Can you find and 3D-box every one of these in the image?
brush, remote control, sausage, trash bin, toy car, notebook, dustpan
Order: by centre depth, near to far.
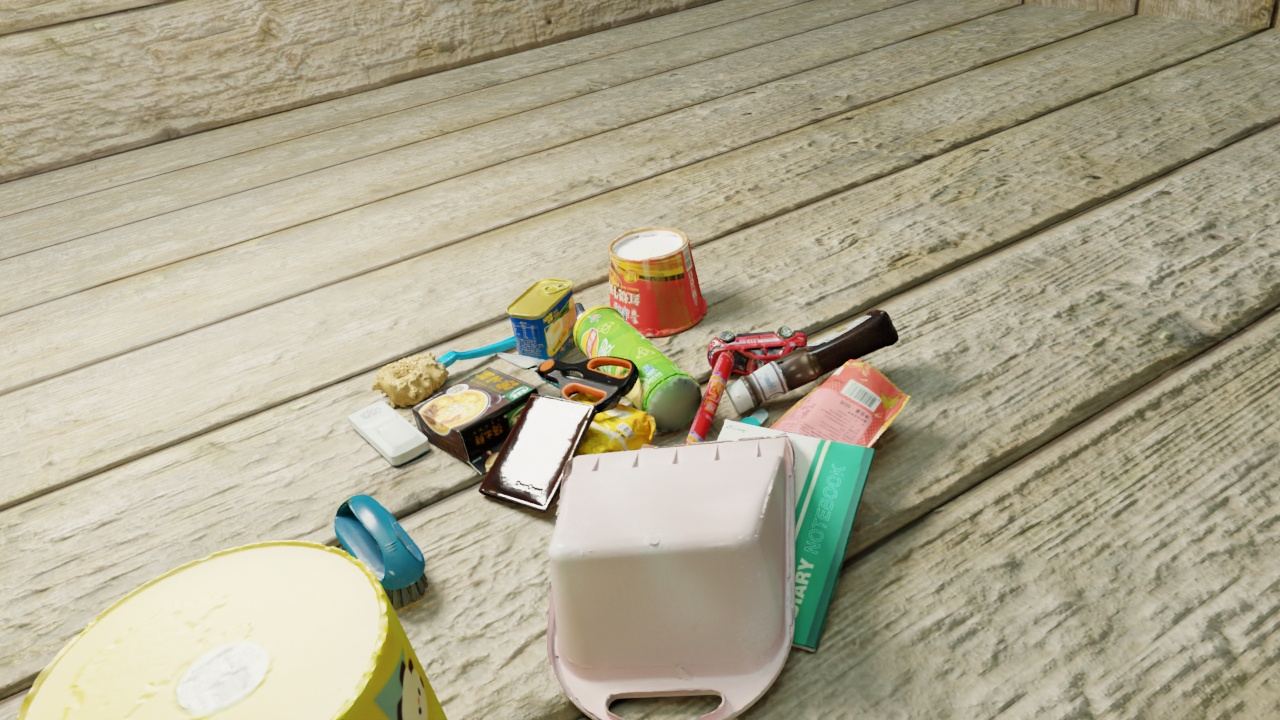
[{"bbox_3d":[-0.202,0.259,0.527,0.230,0.256,0.229,-6,30,3],"label":"trash bin"},{"bbox_3d":[0.024,0.181,0.790,0.223,0.139,0.272,-6,14,14],"label":"dustpan"},{"bbox_3d":[0.112,0.147,0.821,0.150,0.012,0.208,9,51,25],"label":"notebook"},{"bbox_3d":[-0.249,0.170,0.869,0.055,0.074,0.144,-22,32,-30],"label":"brush"},{"bbox_3d":[0.076,0.047,1.004,0.020,0.020,0.155,7,53,24],"label":"sausage"},{"bbox_3d":[-0.295,0.083,1.076,0.048,0.024,0.125,-28,35,-30],"label":"remote control"},{"bbox_3d":[0.140,-0.008,1.089,0.120,0.053,0.045,-4,51,0],"label":"toy car"},{"bbox_3d":[-0.227,-0.004,1.197,0.254,0.046,0.083,-24,30,-32],"label":"brush"}]

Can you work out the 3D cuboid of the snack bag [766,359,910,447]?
[{"bbox_3d":[0.174,0.084,0.923,0.129,0.073,0.207,14,45,44],"label":"snack bag"}]

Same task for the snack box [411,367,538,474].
[{"bbox_3d":[-0.179,0.065,1.057,0.113,0.053,0.126,-32,32,-34],"label":"snack box"}]

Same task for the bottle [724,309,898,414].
[{"bbox_3d":[0.189,0.003,1.029,0.195,0.044,0.080,-26,1,-1],"label":"bottle"}]

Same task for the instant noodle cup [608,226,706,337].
[{"bbox_3d":[0.018,-0.111,1.240,0.138,0.109,0.137,-6,30,3],"label":"instant noodle cup"}]

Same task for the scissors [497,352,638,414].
[{"bbox_3d":[-0.087,0.006,1.071,0.124,0.022,0.235,-34,35,-12],"label":"scissors"}]

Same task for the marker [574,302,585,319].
[{"bbox_3d":[-0.074,-0.046,1.242,0.022,0.018,0.130,-10,29,-11],"label":"marker"}]

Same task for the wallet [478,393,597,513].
[{"bbox_3d":[-0.106,0.095,0.957,0.096,0.020,0.122,8,63,39],"label":"wallet"}]

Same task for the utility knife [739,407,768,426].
[{"bbox_3d":[0.085,0.094,0.971,0.029,0.013,0.170,20,41,36],"label":"utility knife"}]

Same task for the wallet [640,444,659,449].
[{"bbox_3d":[0.026,0.131,0.896,0.115,0.020,0.101,10,51,33],"label":"wallet"}]

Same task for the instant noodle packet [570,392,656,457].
[{"bbox_3d":[-0.056,0.083,0.995,0.110,0.044,0.128,-36,36,-28],"label":"instant noodle packet"}]

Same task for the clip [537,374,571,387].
[{"bbox_3d":[-0.105,0.021,1.141,0.046,0.014,0.057,-28,34,-33],"label":"clip"}]

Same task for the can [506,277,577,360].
[{"bbox_3d":[-0.123,-0.047,1.192,0.057,0.083,0.101,8,34,25],"label":"can"}]

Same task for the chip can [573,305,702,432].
[{"bbox_3d":[-0.006,0.006,1.084,0.072,0.073,0.221,-20,33,-19],"label":"chip can"}]
